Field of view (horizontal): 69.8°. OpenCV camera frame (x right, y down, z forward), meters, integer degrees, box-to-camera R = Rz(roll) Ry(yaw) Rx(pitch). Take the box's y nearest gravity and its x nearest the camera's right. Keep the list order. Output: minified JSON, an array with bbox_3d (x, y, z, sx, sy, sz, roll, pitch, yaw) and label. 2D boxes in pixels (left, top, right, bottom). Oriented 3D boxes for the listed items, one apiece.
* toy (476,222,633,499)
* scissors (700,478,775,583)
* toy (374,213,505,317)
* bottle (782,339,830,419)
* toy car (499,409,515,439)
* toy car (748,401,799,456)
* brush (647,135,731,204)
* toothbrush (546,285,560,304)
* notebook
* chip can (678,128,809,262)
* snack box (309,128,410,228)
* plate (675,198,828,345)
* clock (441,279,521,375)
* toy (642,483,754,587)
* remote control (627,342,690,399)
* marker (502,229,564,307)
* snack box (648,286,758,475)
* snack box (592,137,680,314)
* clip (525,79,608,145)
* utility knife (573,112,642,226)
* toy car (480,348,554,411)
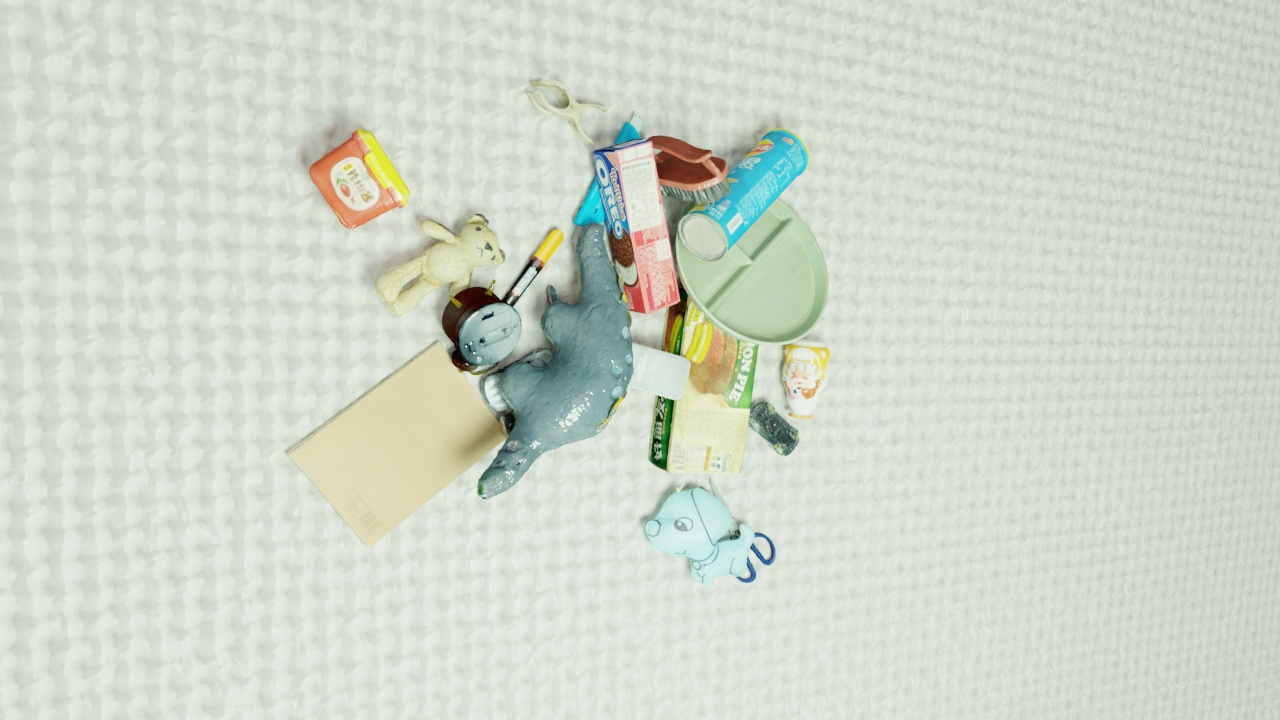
[{"bbox_3d":[-0.081,0.014,1.082,0.138,0.092,0.355,30,73,-19],"label":"toy"},{"bbox_3d":[0.125,0.243,1.284,0.173,0.012,0.126,28,84,-24],"label":"scissors"},{"bbox_3d":[-0.227,-0.106,1.038,0.157,0.066,0.105,-36,116,-24],"label":"toy"},{"bbox_3d":[0.228,0.026,1.273,0.063,0.063,0.108,2,96,-26],"label":"bottle"},{"bbox_3d":[-0.129,0.068,1.126,0.090,0.035,0.042,-25,107,-30],"label":"toy car"},{"bbox_3d":[0.183,0.095,1.278,0.090,0.034,0.043,43,81,-22],"label":"toy car"},{"bbox_3d":[0.051,-0.233,1.107,0.063,0.146,0.069,-40,125,-16],"label":"brush"},{"bbox_3d":[-0.090,-0.003,1.144,0.016,0.017,0.187,-17,104,-22],"label":"toothbrush"},{"bbox_3d":[-0.277,0.099,1.073,0.211,0.012,0.149,-39,112,-16],"label":"notebook"},{"bbox_3d":[0.133,-0.211,1.157,0.209,0.071,0.071,-47,115,-32],"label":"chip can"},{"bbox_3d":[-0.303,-0.193,0.988,0.080,0.082,0.091,-32,109,-4],"label":"snack box"},{"bbox_3d":[0.143,-0.123,1.185,0.230,0.028,0.229,10,67,-23],"label":"plate"},{"bbox_3d":[-0.184,-0.031,1.067,0.081,0.055,0.122,-25,135,-26],"label":"clock"},{"bbox_3d":[0.081,0.233,1.239,0.161,0.050,0.156,-12,101,-20],"label":"toy"},{"bbox_3d":[-0.007,0.007,1.150,0.136,0.020,0.056,15,91,4],"label":"remote control"},{"bbox_3d":[-0.133,-0.107,1.112,0.018,0.015,0.123,37,83,-23],"label":"marker"},{"bbox_3d":[0.086,0.028,1.207,0.114,0.063,0.240,4,95,-26],"label":"snack box"},{"bbox_3d":[-0.003,-0.165,1.128,0.058,0.057,0.208,-22,112,-29],"label":"snack box"},{"bbox_3d":[-0.088,-0.301,1.098,0.099,0.035,0.070,23,86,-35],"label":"clip"},{"bbox_3d":[-0.035,-0.234,1.138,0.034,0.018,0.161,28,84,-25],"label":"utility knife"},{"bbox_3d":[-0.142,0.023,1.116,0.105,0.031,0.049,-28,109,-20],"label":"toy car"}]
